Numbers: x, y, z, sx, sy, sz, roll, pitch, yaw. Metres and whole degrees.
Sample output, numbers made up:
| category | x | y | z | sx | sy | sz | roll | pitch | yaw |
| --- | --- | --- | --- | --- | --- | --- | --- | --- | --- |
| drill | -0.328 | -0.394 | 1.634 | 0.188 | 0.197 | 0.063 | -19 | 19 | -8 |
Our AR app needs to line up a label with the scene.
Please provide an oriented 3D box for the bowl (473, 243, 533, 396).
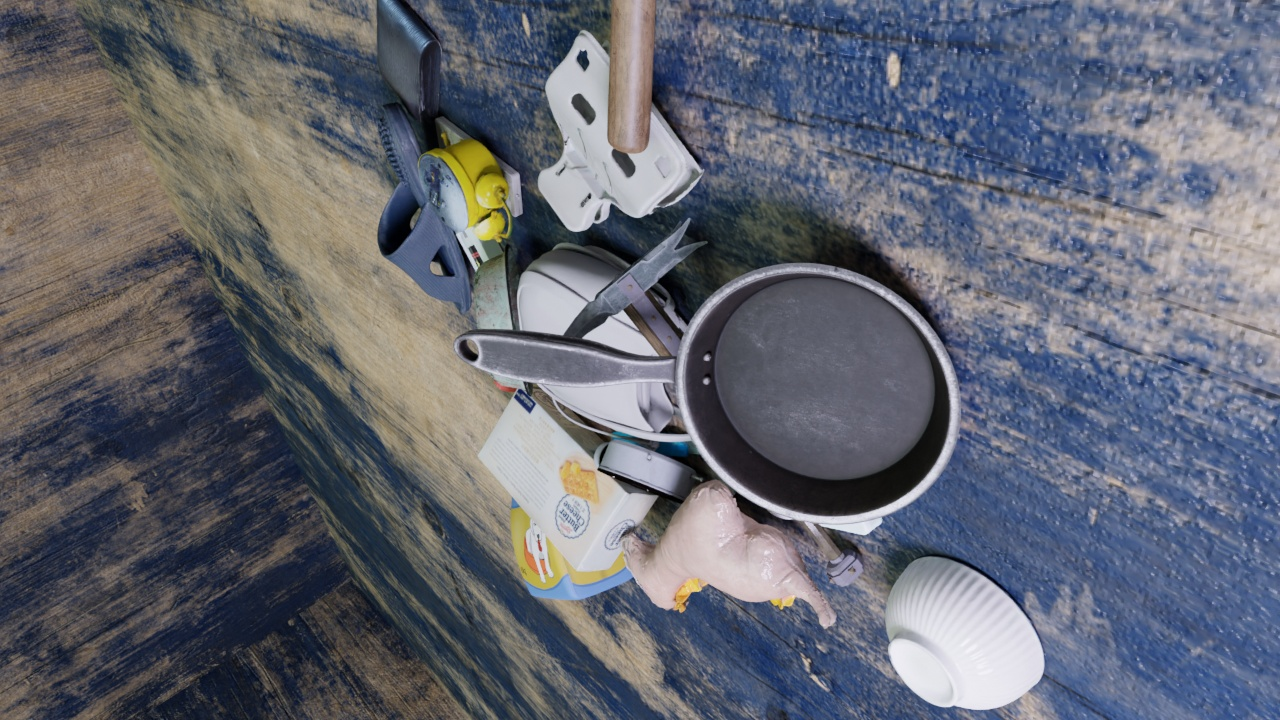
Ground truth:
| category | x | y | z | sx | sy | sz | roll | pitch | yaw |
| --- | --- | --- | --- | --- | --- | --- | --- | --- | --- |
| bowl | -0.142 | -0.039 | 0.941 | 0.157 | 0.038 | 0.157 | 169 | 93 | -88 |

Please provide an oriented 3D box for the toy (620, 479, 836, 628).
| category | x | y | z | sx | sy | sz | roll | pitch | yaw |
| --- | --- | --- | --- | --- | --- | --- | --- | --- | --- |
| toy | 0.064 | 0.203 | 0.852 | 0.196 | 0.065 | 0.265 | 49 | 149 | 18 |

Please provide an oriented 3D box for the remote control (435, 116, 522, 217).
| category | x | y | z | sx | sy | sz | roll | pitch | yaw |
| --- | --- | --- | --- | --- | --- | --- | --- | --- | --- |
| remote control | -0.166 | -0.198 | 0.935 | 0.136 | 0.011 | 0.050 | 40 | 147 | 30 |

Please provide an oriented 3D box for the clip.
| category | x | y | z | sx | sy | sz | roll | pitch | yaw |
| --- | --- | --- | --- | --- | --- | --- | --- | --- | --- |
| clip | -0.016 | -0.162 | 0.693 | 0.126 | 0.096 | 0.153 | 56 | 155 | 6 |

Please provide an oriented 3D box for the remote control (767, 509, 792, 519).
| category | x | y | z | sx | sy | sz | roll | pitch | yaw |
| --- | --- | --- | --- | --- | --- | --- | --- | --- | --- |
| remote control | 0.098 | 0.073 | 0.764 | 0.043 | 0.013 | 0.136 | -23 | 102 | 35 |

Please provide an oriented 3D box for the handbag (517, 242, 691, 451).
| category | x | y | z | sx | sy | sz | roll | pitch | yaw |
| --- | --- | --- | --- | --- | --- | --- | --- | --- | --- |
| handbag | -0.005 | 0.005 | 0.845 | 0.223 | 0.095 | 0.216 | 29 | 143 | 22 |

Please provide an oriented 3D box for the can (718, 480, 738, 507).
| category | x | y | z | sx | sy | sz | roll | pitch | yaw |
| --- | --- | --- | --- | --- | --- | --- | --- | --- | --- |
| can | 0.079 | 0.154 | 0.877 | 0.031 | 0.031 | 0.081 | 29 | 141 | 42 |

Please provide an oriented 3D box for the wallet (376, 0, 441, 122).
| category | x | y | z | sx | sy | sz | roll | pitch | yaw |
| --- | --- | --- | --- | --- | --- | --- | --- | --- | --- |
| wallet | -0.238 | -0.305 | 0.927 | 0.089 | 0.026 | 0.115 | 50 | 151 | 17 |

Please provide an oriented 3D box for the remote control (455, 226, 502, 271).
| category | x | y | z | sx | sy | sz | roll | pitch | yaw |
| --- | --- | --- | --- | --- | --- | --- | --- | --- | --- |
| remote control | -0.184 | -0.138 | 1.010 | 0.050 | 0.024 | 0.143 | -6 | 113 | 59 |

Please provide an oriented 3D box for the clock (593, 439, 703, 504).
| category | x | y | z | sx | sy | sz | roll | pitch | yaw |
| --- | --- | --- | --- | --- | --- | --- | --- | --- | --- |
| clock | 0.003 | 0.108 | 0.904 | 0.094 | 0.035 | 0.123 | 26 | 171 | -24 |

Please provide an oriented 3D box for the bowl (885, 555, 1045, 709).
| category | x | y | z | sx | sy | sz | roll | pitch | yaw |
| --- | --- | --- | --- | --- | --- | --- | --- | --- | --- |
| bowl | 0.224 | 0.209 | 0.671 | 0.118 | 0.062 | 0.118 | 38 | 146 | 32 |

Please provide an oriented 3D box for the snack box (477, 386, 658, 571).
| category | x | y | z | sx | sy | sz | roll | pitch | yaw |
| --- | --- | --- | --- | --- | --- | --- | --- | --- | --- |
| snack box | -0.085 | 0.127 | 1.016 | 0.208 | 0.057 | 0.104 | 40 | 105 | 36 |

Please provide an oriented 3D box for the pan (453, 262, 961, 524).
| category | x | y | z | sx | sy | sz | roll | pitch | yaw |
| --- | --- | --- | --- | --- | --- | --- | --- | --- | --- |
| pan | 0.035 | 0.010 | 0.636 | 0.357 | 0.055 | 0.187 | 11 | 117 | 21 |

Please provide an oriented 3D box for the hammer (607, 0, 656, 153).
| category | x | y | z | sx | sy | sz | roll | pitch | yaw |
| --- | --- | --- | --- | --- | --- | --- | --- | --- | --- |
| hammer | 0.000 | -0.274 | 0.526 | 0.129 | 0.040 | 0.322 | 31 | 134 | 34 |

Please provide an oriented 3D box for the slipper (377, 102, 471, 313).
| category | x | y | z | sx | sy | sz | roll | pitch | yaw |
| --- | --- | --- | --- | --- | --- | --- | --- | --- | --- |
| slipper | -0.258 | -0.157 | 1.018 | 0.101 | 0.082 | 0.264 | -122 | 15 | -45 |

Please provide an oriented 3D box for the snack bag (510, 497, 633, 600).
| category | x | y | z | sx | sy | sz | roll | pitch | yaw |
| --- | --- | --- | --- | --- | --- | --- | --- | --- | --- |
| snack bag | -0.101 | 0.185 | 1.139 | 0.159 | 0.102 | 0.205 | -24 | 83 | 62 |

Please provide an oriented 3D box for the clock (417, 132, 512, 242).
| category | x | y | z | sx | sy | sz | roll | pitch | yaw |
| --- | --- | --- | --- | --- | --- | --- | --- | --- | --- |
| clock | -0.166 | -0.164 | 0.895 | 0.118 | 0.057 | 0.083 | 46 | 149 | 19 |

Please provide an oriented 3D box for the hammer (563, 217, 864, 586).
| category | x | y | z | sx | sy | sz | roll | pitch | yaw |
| --- | --- | --- | --- | --- | --- | --- | --- | --- | --- |
| hammer | 0.075 | 0.060 | 0.722 | 0.317 | 0.147 | 0.028 | 51 | 170 | -11 |

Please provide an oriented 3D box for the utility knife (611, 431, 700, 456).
| category | x | y | z | sx | sy | sz | roll | pitch | yaw |
| --- | --- | --- | --- | --- | --- | --- | --- | --- | --- |
| utility knife | 0.014 | 0.085 | 0.928 | 0.179 | 0.015 | 0.031 | -2 | 119 | 61 |

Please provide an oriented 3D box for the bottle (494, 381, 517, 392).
| category | x | y | z | sx | sy | sz | roll | pitch | yaw |
| --- | --- | --- | --- | --- | --- | --- | --- | --- | --- |
| bottle | -0.151 | -0.010 | 1.068 | 0.044 | 0.044 | 0.109 | 43 | 148 | 26 |

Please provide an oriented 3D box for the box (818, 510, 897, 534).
| category | x | y | z | sx | sy | sz | roll | pitch | yaw |
| --- | --- | --- | --- | --- | --- | --- | --- | --- | --- |
| box | 0.119 | 0.036 | 0.682 | 0.083 | 0.065 | 0.199 | -20 | 103 | 42 |
